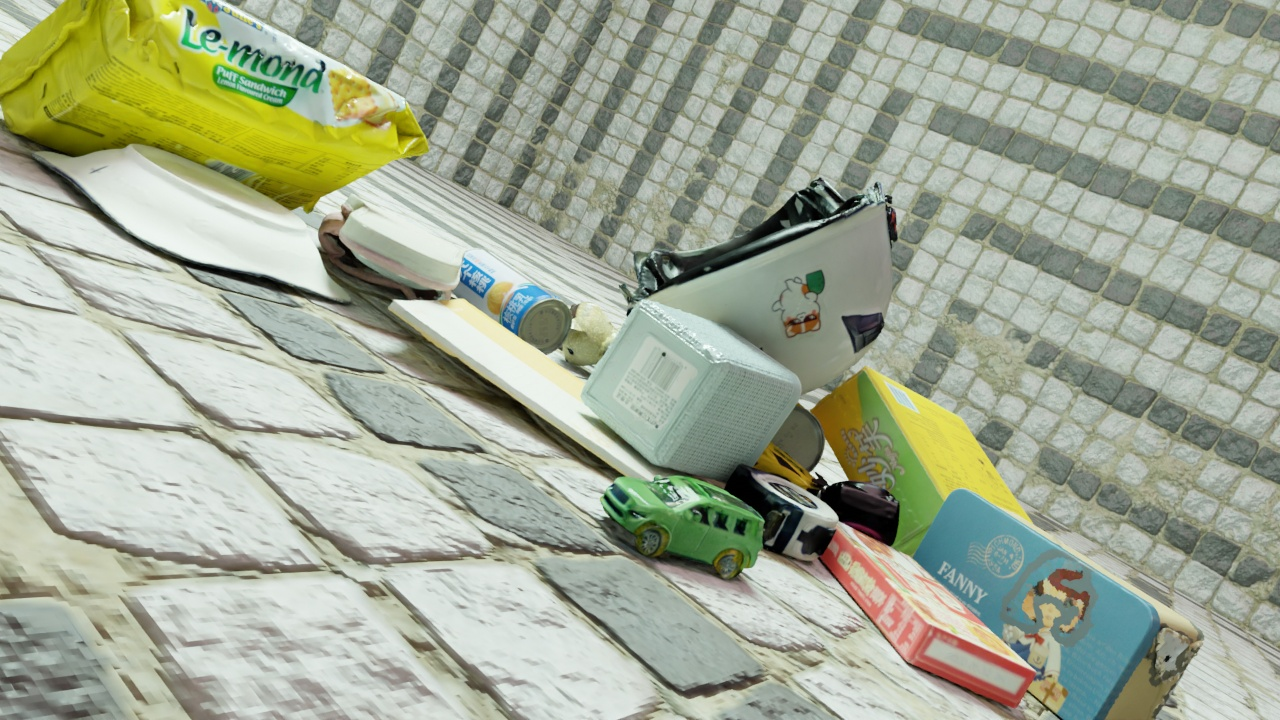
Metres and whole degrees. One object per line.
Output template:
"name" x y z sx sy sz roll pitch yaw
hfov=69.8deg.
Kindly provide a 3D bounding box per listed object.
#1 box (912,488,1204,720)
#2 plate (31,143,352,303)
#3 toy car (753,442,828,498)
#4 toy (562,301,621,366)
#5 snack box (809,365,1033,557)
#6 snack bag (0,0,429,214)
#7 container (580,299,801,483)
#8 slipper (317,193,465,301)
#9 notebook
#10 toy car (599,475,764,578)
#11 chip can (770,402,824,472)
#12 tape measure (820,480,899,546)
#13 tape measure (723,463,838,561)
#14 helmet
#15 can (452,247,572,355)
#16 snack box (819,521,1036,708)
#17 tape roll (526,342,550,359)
"box" 0.255 0.156 0.598 0.062 0.090 0.184 23 6 -31
"plate" -0.269 -0.094 0.576 0.164 0.034 0.163 32 7 28
"toy car" 0.069 0.068 0.704 0.156 0.041 0.071 29 6 14
"toy" -0.005 0.005 0.828 0.157 0.066 0.105 36 17 -5
"snack box" 0.264 0.108 0.836 0.209 0.070 0.157 22 35 -45
"snack bag" -0.288 -0.165 0.627 0.158 0.068 0.246 -16 -18 31
"container" 0.031 0.021 0.596 0.090 0.090 0.111 38 12 31
"slipper" -0.191 -0.081 0.706 0.114 0.054 0.274 26 4 -20
"notebook" -0.054 0.021 0.596 0.206 0.010 0.145 35 7 2
"toy car" 0.022 0.079 0.454 0.091 0.036 0.043 19 12 -36
"chip can" 0.117 0.053 0.881 0.072 0.072 0.213 27 7 -9
"tape measure" 0.154 0.109 0.651 0.057 0.039 0.058 17 -31 1
"tape measure" 0.091 0.099 0.587 0.066 0.033 0.066 23 10 -24
"helmet" 0.109 -0.044 0.768 0.274 0.230 0.157 -115 -178 -77
"can" -0.118 -0.054 0.806 0.053 0.053 0.134 21 10 -46
"snack box" 0.163 0.146 0.555 0.075 0.025 0.153 26 7 -14
"tape roll" -0.102 -0.008 0.691 0.086 0.014 0.085 28 6 -4
